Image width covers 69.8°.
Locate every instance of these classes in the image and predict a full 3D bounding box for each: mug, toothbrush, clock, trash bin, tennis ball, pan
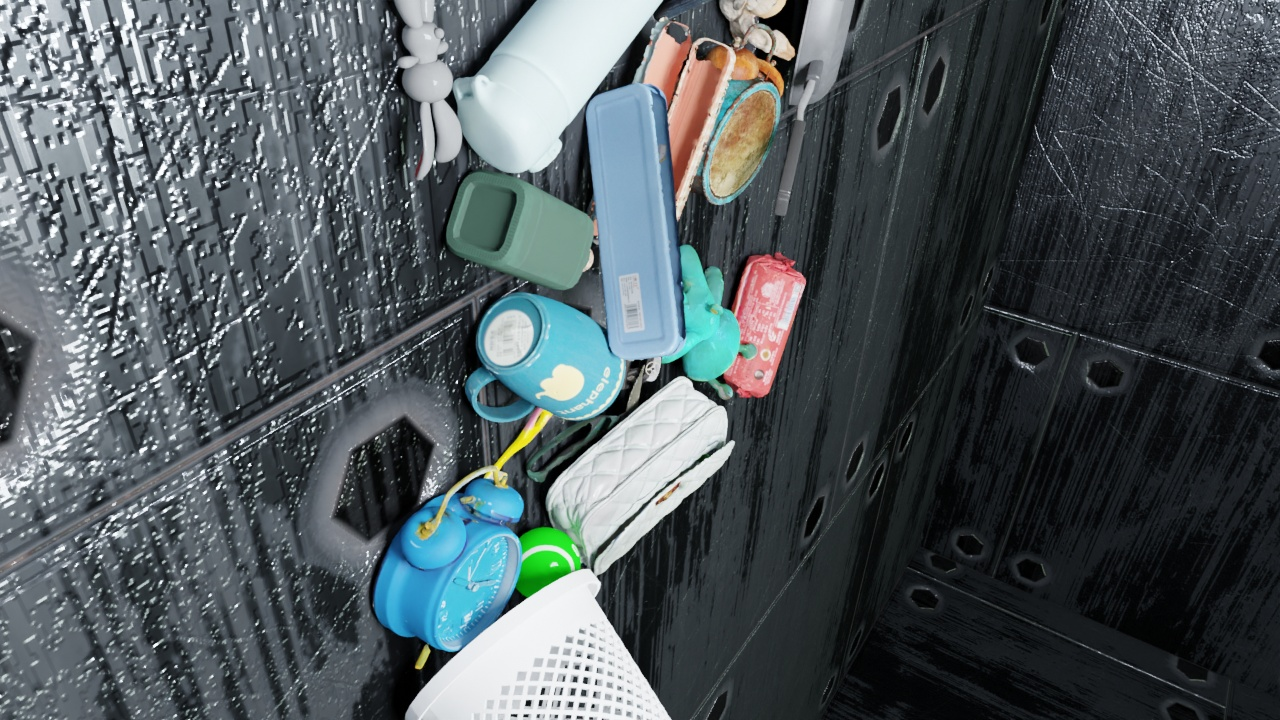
[{"bbox_3d":[-0.082,0.004,0.701,0.112,0.084,0.104,-41,150,9],"label":"mug"},{"bbox_3d":[-0.092,0.056,0.777,0.135,0.016,0.021,-56,146,-23],"label":"toothbrush"},{"bbox_3d":[-0.142,0.150,0.702,0.116,0.060,0.162,-28,136,-52],"label":"clock"},{"bbox_3d":[-0.055,0.315,0.758,0.195,0.199,0.196,-37,161,-15],"label":"trash bin"},{"bbox_3d":[-0.087,0.183,0.826,0.065,0.065,0.065,-42,143,-42],"label":"tennis ball"},{"bbox_3d":[0.071,-0.222,0.812,0.121,0.073,0.158,-6,126,-60],"label":"clock"},{"bbox_3d":[0.165,-0.270,0.864,0.179,0.041,0.356,92,12,-57],"label":"pan"}]

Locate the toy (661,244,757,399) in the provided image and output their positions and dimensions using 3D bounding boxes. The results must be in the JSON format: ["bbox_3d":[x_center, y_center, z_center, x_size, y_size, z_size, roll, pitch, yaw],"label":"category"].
[{"bbox_3d":[0.069,-0.036,0.961,0.130,0.072,0.193,-58,142,-21],"label":"toy"}]

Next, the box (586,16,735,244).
[{"bbox_3d":[0.013,-0.175,0.741,0.048,0.085,0.187,-67,177,-72],"label":"box"}]

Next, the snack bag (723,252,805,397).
[{"bbox_3d":[0.137,-0.041,1.074,0.082,0.082,0.176,-2,111,-62],"label":"snack bag"}]

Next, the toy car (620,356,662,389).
[{"bbox_3d":[-0.005,0.005,0.879,0.092,0.037,0.040,-19,126,-57],"label":"toy car"}]

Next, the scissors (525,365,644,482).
[{"bbox_3d":[-0.035,0.092,0.894,0.201,0.015,0.202,-31,146,-33],"label":"scissors"}]

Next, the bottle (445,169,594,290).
[{"bbox_3d":[-0.073,-0.086,0.656,0.131,0.061,0.061,15,93,-64],"label":"bottle"}]

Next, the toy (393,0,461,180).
[{"bbox_3d":[-0.125,-0.165,0.538,0.049,0.030,0.112,-57,150,-54],"label":"toy"}]

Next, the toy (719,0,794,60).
[{"bbox_3d":[0.109,-0.325,0.806,0.085,0.074,0.105,-66,164,8],"label":"toy"}]

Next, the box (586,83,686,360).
[{"bbox_3d":[0.000,-0.105,0.702,0.037,0.066,0.209,-5,89,-58],"label":"box"}]

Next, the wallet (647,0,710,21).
[{"bbox_3d":[0.033,-0.324,0.721,0.114,0.026,0.089,-40,143,-43],"label":"wallet"}]

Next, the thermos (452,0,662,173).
[{"bbox_3d":[-0.044,-0.216,0.611,0.078,0.065,0.206,50,62,-39],"label":"thermos"}]

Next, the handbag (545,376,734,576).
[{"bbox_3d":[0.004,0.117,0.889,0.194,0.072,0.139,-39,152,-20],"label":"handbag"}]
